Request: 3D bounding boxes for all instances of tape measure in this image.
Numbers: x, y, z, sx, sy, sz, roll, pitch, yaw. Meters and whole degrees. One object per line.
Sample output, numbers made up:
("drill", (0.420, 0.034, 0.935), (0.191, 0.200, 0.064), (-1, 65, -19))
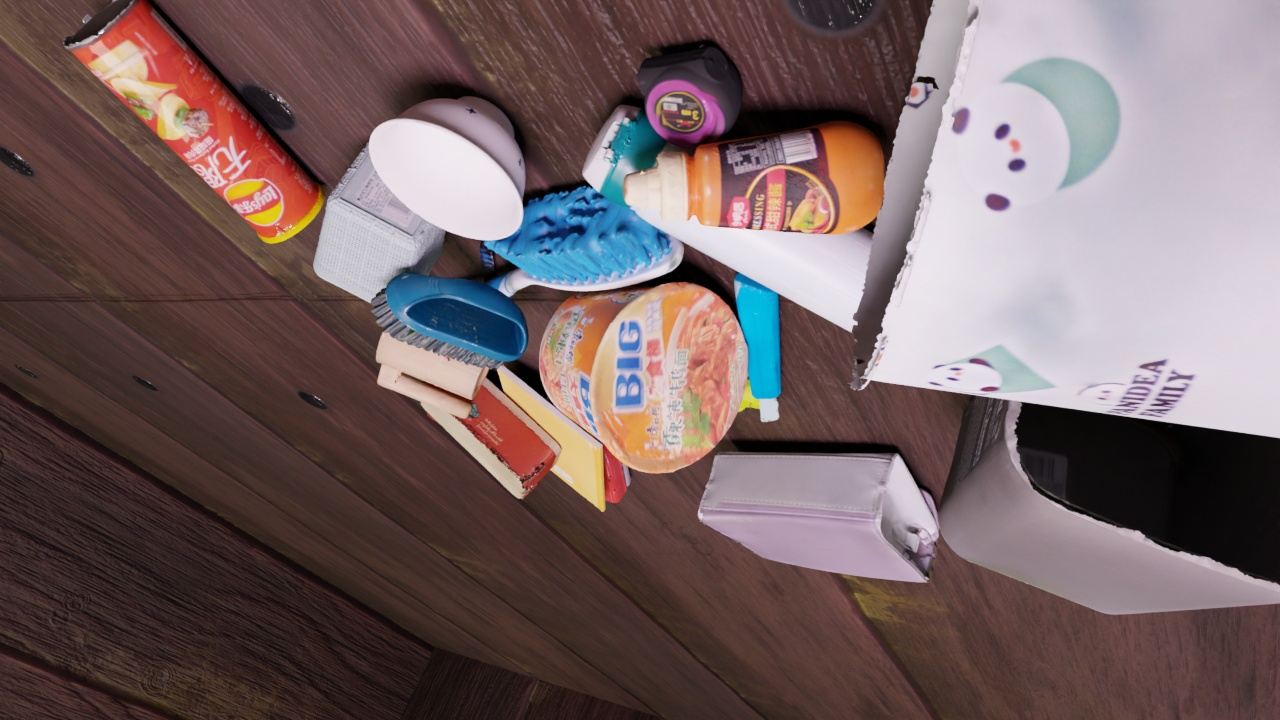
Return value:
("tape measure", (0.032, -0.158, 0.548), (0.057, 0.039, 0.058), (-3, 137, 30))

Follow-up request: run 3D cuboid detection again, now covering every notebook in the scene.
("notebook", (-0.097, 0.094, 1.043), (0.146, 0.010, 0.207), (37, 158, 17))

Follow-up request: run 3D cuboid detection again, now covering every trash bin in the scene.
("trash bin", (0.295, 0.048, 0.560), (0.199, 0.198, 0.220), (21, 159, 9))
("trash bin", (0.233, -0.073, 0.362), (0.252, 0.229, 0.230), (13, 151, 9))

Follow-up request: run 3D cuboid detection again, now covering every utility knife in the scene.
("utility knife", (0.102, -0.003, 0.769), (0.034, 0.018, 0.186), (9, 142, 19))

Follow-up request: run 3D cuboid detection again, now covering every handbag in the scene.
("handbag", (0.182, 0.153, 0.920), (0.197, 0.098, 0.145), (-2, 142, 39))

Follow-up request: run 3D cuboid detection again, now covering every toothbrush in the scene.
("toothbrush", (-0.139, -0.089, 0.831), (0.014, 0.016, 0.190), (18, 153, 3))

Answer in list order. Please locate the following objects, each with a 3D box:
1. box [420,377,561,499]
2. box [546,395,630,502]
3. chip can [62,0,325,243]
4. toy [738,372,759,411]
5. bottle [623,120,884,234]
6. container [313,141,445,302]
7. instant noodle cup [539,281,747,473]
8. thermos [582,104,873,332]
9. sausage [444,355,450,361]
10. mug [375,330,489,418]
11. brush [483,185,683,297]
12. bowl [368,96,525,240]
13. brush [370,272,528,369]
("box", (-0.177, 0.080, 1.037), (0.168, 0.077, 0.091), (42, 158, 6))
("box", (-0.061, 0.102, 1.089), (0.087, 0.047, 0.201), (18, 152, 17))
("chip can", (-0.356, -0.193, 0.755), (0.073, 0.073, 0.217), (5, 147, 32))
("toy", (0.073, 0.015, 0.831), (0.097, 0.031, 0.100), (-10, 140, 36))
("bottle", (0.064, -0.105, 0.541), (0.149, 0.066, 0.067), (-3, 150, -1))
("container", (-0.213, -0.113, 0.768), (0.090, 0.090, 0.112), (27, 150, -8))
("instant noodle cup", (-0.004, 0.004, 0.747), (0.151, 0.151, 0.111), (44, 165, -34))
("thermos", (0.069, -0.093, 0.608), (0.224, 0.073, 0.073), (28, 153, -6))
("sausage", (-0.215, -0.067, 0.868), (0.020, 0.020, 0.156), (-6, 116, 44))
("mug", (-0.211, -0.001, 0.950), (0.103, 0.084, 0.125), (24, 126, -3))
("brush", (-0.096, -0.079, 0.761), (0.315, 0.060, 0.109), (-3, 154, 36))
("bowl", (-0.126, -0.149, 0.659), (0.118, 0.064, 0.118), (19, 152, 10))
("brush", (-0.147, -0.036, 0.763), (0.074, 0.055, 0.143), (-29, 147, 31))
